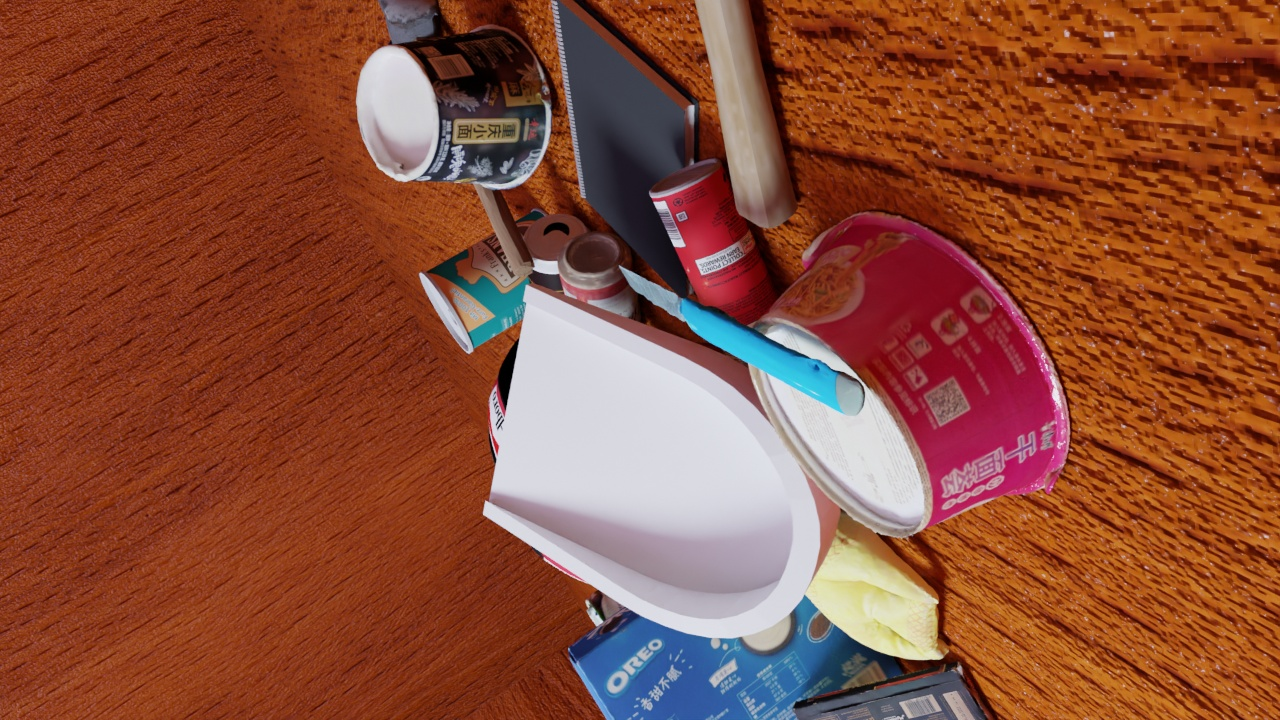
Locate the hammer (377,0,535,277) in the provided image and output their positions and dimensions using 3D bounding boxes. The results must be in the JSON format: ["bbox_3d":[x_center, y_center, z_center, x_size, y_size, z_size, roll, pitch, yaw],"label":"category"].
[{"bbox_3d":[-0.174,-0.223,0.883,0.098,0.052,0.328,104,141,-68],"label":"hammer"}]

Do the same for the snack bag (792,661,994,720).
[{"bbox_3d":[0.202,0.290,0.733,0.156,0.018,0.074,-29,97,34],"label":"snack bag"}]

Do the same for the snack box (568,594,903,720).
[{"bbox_3d":[0.086,0.266,0.795,0.195,0.238,0.056,59,167,-5],"label":"snack box"}]

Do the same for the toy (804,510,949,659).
[{"bbox_3d":[0.164,0.170,0.710,0.155,0.064,0.170,27,155,40],"label":"toy"}]

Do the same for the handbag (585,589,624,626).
[{"bbox_3d":[0.062,0.228,0.874,0.142,0.198,0.096,58,166,1],"label":"handbag"}]

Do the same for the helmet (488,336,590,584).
[{"bbox_3d":[-0.057,0.122,1.019,0.271,0.197,0.225,51,156,19],"label":"helmet"}]

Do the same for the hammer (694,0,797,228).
[{"bbox_3d":[0.032,-0.198,0.431,0.117,0.051,0.323,41,160,44],"label":"hammer"}]

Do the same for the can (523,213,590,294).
[{"bbox_3d":[-0.075,-0.080,0.918,0.072,0.071,0.129,48,161,31],"label":"can"}]

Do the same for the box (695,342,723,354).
[{"bbox_3d":[0.033,0.077,0.745,0.147,0.156,0.157,26,-127,-42],"label":"box"}]

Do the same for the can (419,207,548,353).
[{"bbox_3d":[-0.150,-0.087,0.995,0.099,0.143,0.099,51,163,22],"label":"can"}]

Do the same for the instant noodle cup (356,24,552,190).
[{"bbox_3d":[-0.160,-0.207,0.760,0.137,0.112,0.137,14,112,38],"label":"instant noodle cup"}]

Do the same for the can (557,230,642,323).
[{"bbox_3d":[-0.034,-0.046,0.869,0.067,0.067,0.170,48,161,31],"label":"can"}]

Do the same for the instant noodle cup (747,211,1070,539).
[{"bbox_3d":[0.128,0.018,0.492,0.178,0.077,0.179,51,163,21],"label":"instant noodle cup"}]

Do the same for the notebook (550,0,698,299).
[{"bbox_3d":[-0.008,-0.152,0.687,0.149,0.016,0.207,48,162,26],"label":"notebook"}]

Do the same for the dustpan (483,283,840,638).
[{"bbox_3d":[0.003,0.081,0.627,0.258,0.053,0.192,21,112,20],"label":"dustpan"}]

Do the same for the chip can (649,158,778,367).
[{"bbox_3d":[0.073,-0.027,0.619,0.215,0.051,0.052,63,163,-20],"label":"chip can"}]

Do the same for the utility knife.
[{"bbox_3d":[0.046,-0.018,0.504,0.225,0.015,0.031,32,148,51],"label":"utility knife"}]
